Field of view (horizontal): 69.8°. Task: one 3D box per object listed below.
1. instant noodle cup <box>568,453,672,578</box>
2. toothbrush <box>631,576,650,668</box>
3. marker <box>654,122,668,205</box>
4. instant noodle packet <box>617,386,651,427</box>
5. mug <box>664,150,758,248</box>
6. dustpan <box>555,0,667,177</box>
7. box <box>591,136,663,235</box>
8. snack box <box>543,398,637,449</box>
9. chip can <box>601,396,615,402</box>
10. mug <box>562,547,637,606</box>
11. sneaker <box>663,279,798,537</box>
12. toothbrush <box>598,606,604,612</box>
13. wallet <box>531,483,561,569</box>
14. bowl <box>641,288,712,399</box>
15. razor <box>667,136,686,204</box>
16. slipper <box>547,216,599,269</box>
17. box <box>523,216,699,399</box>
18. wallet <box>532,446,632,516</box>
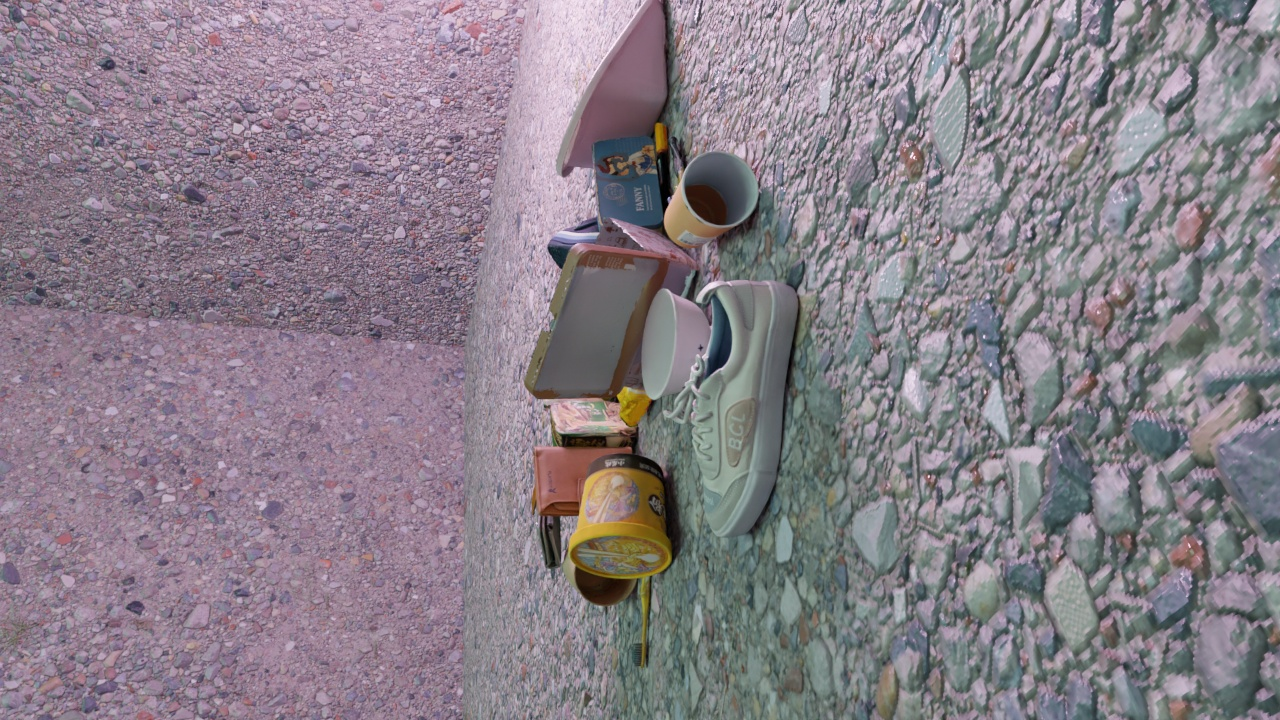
[{"bbox_3d":[-0.021,0.181,1.078,0.119,0.118,0.114,115,163,-50],"label":"instant noodle cup"},{"bbox_3d":[0.002,0.278,1.124,0.016,0.018,0.191,156,118,-70],"label":"toothbrush"},{"bbox_3d":[0.030,-0.260,1.215,0.018,0.015,0.123,121,147,-66],"label":"marker"},{"bbox_3d":[-0.007,0.007,1.203,0.128,0.044,0.111,-104,26,-43],"label":"instant noodle packet"},{"bbox_3d":[0.066,-0.159,0.953,0.123,0.078,0.078,144,130,-76],"label":"mug"},{"bbox_3d":[-0.052,-0.391,1.318,0.223,0.138,0.272,116,153,-54],"label":"dustpan"},{"bbox_3d":[-0.017,-0.215,1.210,0.059,0.090,0.184,84,177,-53],"label":"box"},{"bbox_3d":[-0.075,0.122,1.277,0.118,0.117,0.106,-124,38,-65],"label":"snack box"},{"bbox_3d":[-0.090,0.117,1.405,0.072,0.072,0.222,-107,27,-53],"label":"chip can"},{"bbox_3d":[-0.053,0.256,1.219,0.104,0.084,0.124,160,122,-74],"label":"mug"},{"bbox_3d":[0.073,0.045,0.823,0.089,0.090,0.242,-135,51,-71],"label":"sneaker"},{"bbox_3d":[-0.057,0.274,1.339,0.016,0.016,0.180,131,142,-68],"label":"toothbrush"},{"bbox_3d":[-0.131,0.205,1.265,0.107,0.037,0.129,86,178,-47],"label":"wallet"},{"bbox_3d":[0.048,-0.014,0.977,0.118,0.064,0.118,-175,91,-74],"label":"bowl"},{"bbox_3d":[0.048,-0.229,1.130,0.042,0.022,0.142,48,-151,-45],"label":"razor"},{"bbox_3d":[-0.049,-0.155,1.329,0.095,0.105,0.253,-46,26,-15],"label":"slipper"},{"bbox_3d":[-0.054,-0.068,1.071,0.156,0.226,0.180,39,117,40],"label":"box"},{"bbox_3d":[-0.070,0.156,1.176,0.031,0.131,0.107,106,162,-47],"label":"wallet"}]
